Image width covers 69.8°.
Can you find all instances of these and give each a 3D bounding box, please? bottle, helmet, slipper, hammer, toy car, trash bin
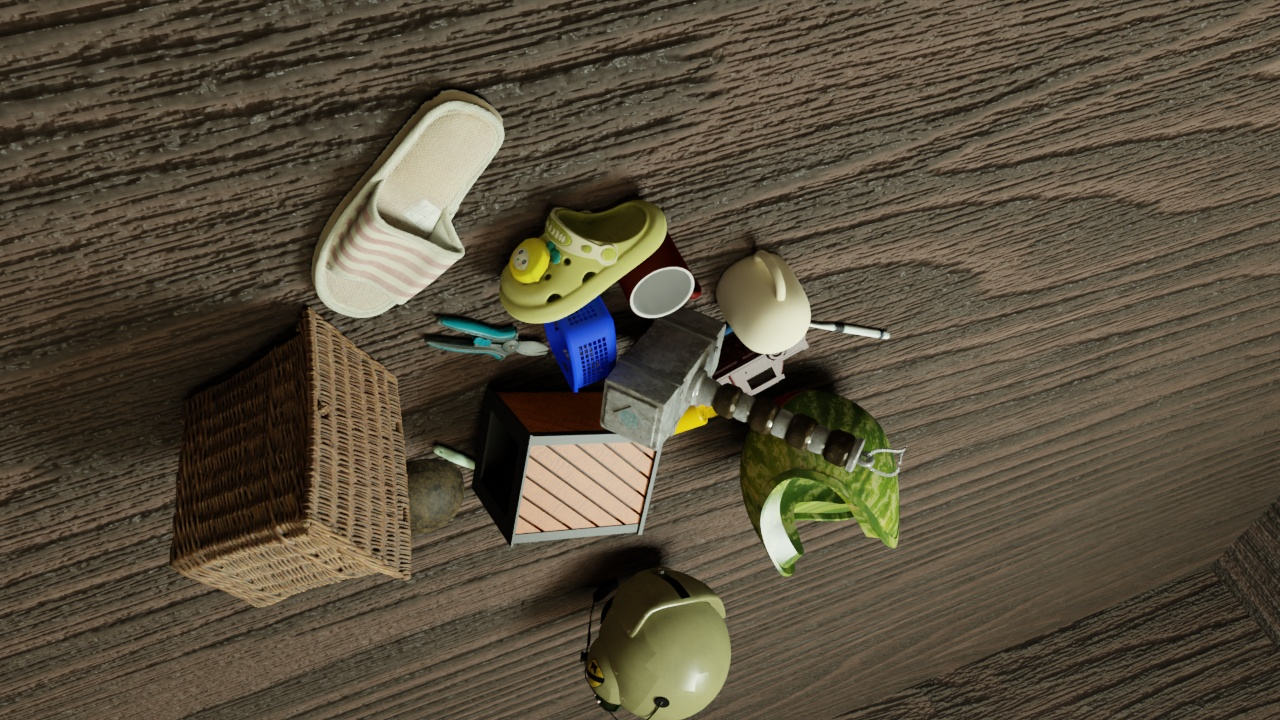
[{"bbox_3d":[0.016,0.087,1.230,0.144,0.043,0.043,-20,145,17],"label":"bottle"},{"bbox_3d":[0.034,0.457,1.507,0.249,0.255,0.234,-2,141,-29],"label":"helmet"},{"bbox_3d":[-0.065,-0.112,0.928,0.190,0.091,0.081,-30,140,1],"label":"slipper"},{"bbox_3d":[-0.213,-0.130,0.851,0.115,0.052,0.264,17,126,-40],"label":"slipper"},{"bbox_3d":[0.129,0.059,1.021,0.176,0.326,0.080,-50,157,-44],"label":"hammer"},{"bbox_3d":[0.133,0.004,1.190,0.170,0.070,0.062,-29,131,5],"label":"toy car"},{"bbox_3d":[0.253,0.159,1.308,0.214,0.246,0.243,-24,104,26],"label":"helmet"},{"bbox_3d":[-0.091,0.121,1.109,0.171,0.140,0.140,1,112,-30],"label":"trash bin"}]

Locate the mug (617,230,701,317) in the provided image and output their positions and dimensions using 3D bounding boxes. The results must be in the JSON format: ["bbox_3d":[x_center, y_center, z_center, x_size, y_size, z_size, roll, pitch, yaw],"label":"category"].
[{"bbox_3d":[0.021,-0.097,0.995,0.105,0.082,0.073,12,129,-39],"label":"mug"}]

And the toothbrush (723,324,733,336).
[{"bbox_3d":[0.104,-0.036,1.172,0.168,0.014,0.014,-30,132,3],"label":"toothbrush"}]

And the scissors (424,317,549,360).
[{"bbox_3d":[-0.169,-0.026,1.027,0.133,0.019,0.146,-21,142,-5],"label":"scissors"}]

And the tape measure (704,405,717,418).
[{"bbox_3d":[0.094,0.051,1.258,0.068,0.030,0.059,-32,142,19],"label":"tape measure"}]

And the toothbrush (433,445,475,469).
[{"bbox_3d":[-0.215,0.138,1.200,0.154,0.015,0.022,35,79,-50],"label":"toothbrush"}]

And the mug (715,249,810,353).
[{"bbox_3d":[0.152,-0.069,1.089,0.096,0.099,0.120,-15,142,-13],"label":"mug"}]

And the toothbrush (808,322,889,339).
[{"bbox_3d":[0.280,-0.046,1.262,0.186,0.012,0.017,6,129,-35],"label":"toothbrush"}]

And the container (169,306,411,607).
[{"bbox_3d":[-0.353,0.113,0.918,0.183,0.249,0.162,-23,144,10],"label":"container"}]

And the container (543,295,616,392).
[{"bbox_3d":[-0.066,-0.030,1.017,0.058,0.096,0.114,-22,149,-13],"label":"container"}]

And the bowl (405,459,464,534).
[{"bbox_3d":[-0.283,0.187,1.187,0.121,0.056,0.121,-15,142,-13],"label":"bowl"}]
